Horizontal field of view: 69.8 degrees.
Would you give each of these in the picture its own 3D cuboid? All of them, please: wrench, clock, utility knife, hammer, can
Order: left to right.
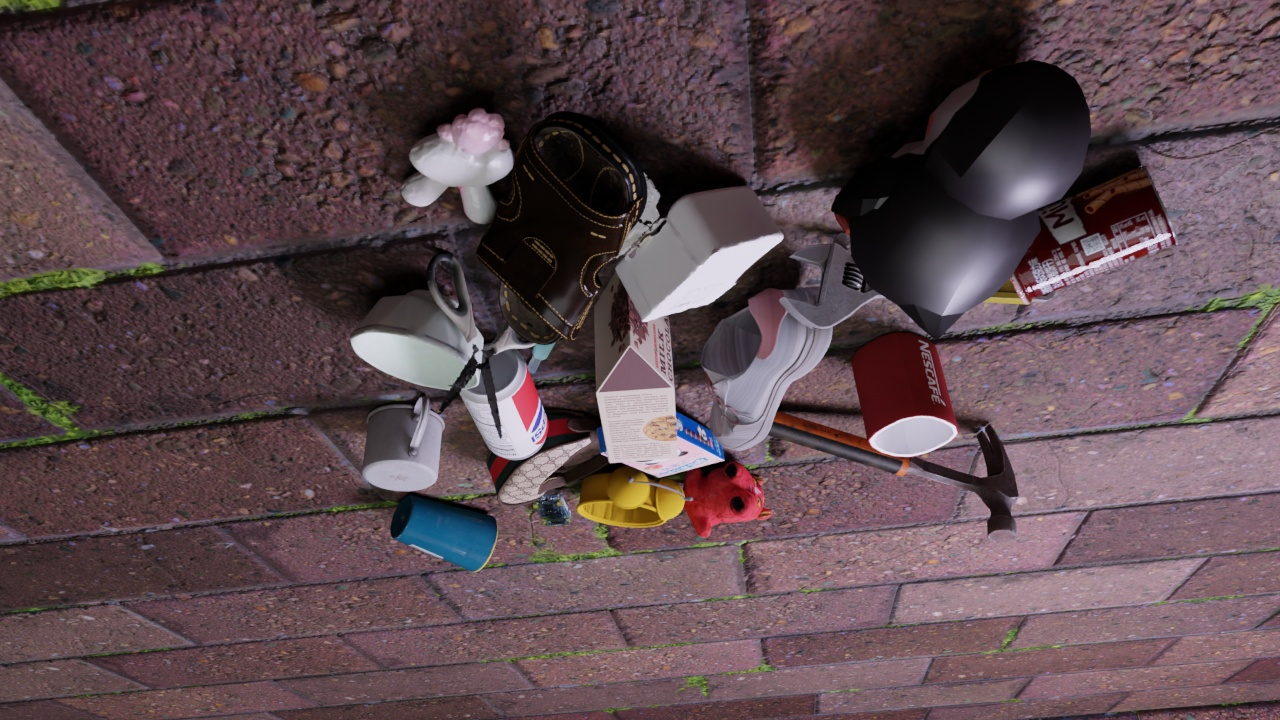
[{"bbox_3d":[-0.138,0.044,0.930,0.070,0.070,0.132,-6,147,4],"label":"can"},{"bbox_3d":[-0.091,-0.021,0.885,0.022,0.015,0.141,27,142,-5],"label":"utility knife"},{"bbox_3d":[-0.013,0.171,1.140,0.113,0.052,0.152,22,151,-30],"label":"clock"},{"bbox_3d":[0.278,0.099,1.040,0.314,0.137,0.035,17,144,-6],"label":"hammer"},{"bbox_3d":[0.248,-0.064,0.801,0.273,0.083,0.018,2,173,-17],"label":"wrench"}]

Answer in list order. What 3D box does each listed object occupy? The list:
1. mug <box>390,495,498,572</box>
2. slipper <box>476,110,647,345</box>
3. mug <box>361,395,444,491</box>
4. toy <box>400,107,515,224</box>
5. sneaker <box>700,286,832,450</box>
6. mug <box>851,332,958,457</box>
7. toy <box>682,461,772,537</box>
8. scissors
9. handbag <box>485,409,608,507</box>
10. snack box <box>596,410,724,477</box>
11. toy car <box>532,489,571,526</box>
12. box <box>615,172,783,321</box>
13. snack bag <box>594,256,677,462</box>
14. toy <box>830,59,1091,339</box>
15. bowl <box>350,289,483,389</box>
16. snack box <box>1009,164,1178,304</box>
[{"bbox_3d":[-0.257,0.221,1.193,0.121,0.078,0.078,26,137,-30],"label":"mug"},{"bbox_3d":[-0.071,-0.080,0.686,0.113,0.075,0.269,42,148,4],"label":"slipper"},{"bbox_3d":[-0.252,0.089,0.991,0.084,0.070,0.113,15,144,-26],"label":"mug"},{"bbox_3d":[-0.130,-0.144,0.671,0.079,0.038,0.123,8,154,-23],"label":"toy"},{"bbox_3d":[0.094,0.008,0.872,0.089,0.099,0.237,9,143,-13],"label":"sneaker"},{"bbox_3d":[0.277,0.040,0.931,0.116,0.096,0.081,21,140,-32],"label":"mug"},{"bbox_3d":[0.097,0.178,1.157,0.133,0.088,0.094,-11,166,34],"label":"toy"},{"bbox_3d":[-0.135,-0.020,0.785,0.013,0.170,0.157,-24,103,40],"label":"scissors"},{"bbox_3d":[-0.097,0.110,1.058,0.138,0.063,0.167,-1,146,-35],"label":"handbag"},{"bbox_3d":[0.025,0.094,1.028,0.088,0.033,0.154,-18,156,22],"label":"snack box"},{"bbox_3d":[-0.115,0.191,1.194,0.039,0.027,0.090,-9,146,4],"label":"toy car"},{"bbox_3d":[0.007,-0.110,0.718,0.151,0.132,0.107,-17,160,-43],"label":"box"},{"bbox_3d":[-0.005,0.005,0.858,0.070,0.094,0.207,-4,147,1],"label":"snack bag"},{"bbox_3d":[0.237,-0.118,0.646,0.159,0.140,0.185,8,145,-16],"label":"toy"},{"bbox_3d":[-0.191,-0.024,0.818,0.117,0.061,0.117,12,157,5],"label":"bowl"},{"bbox_3d":[0.359,-0.101,0.747,0.122,0.072,0.072,-24,141,28],"label":"snack box"}]
